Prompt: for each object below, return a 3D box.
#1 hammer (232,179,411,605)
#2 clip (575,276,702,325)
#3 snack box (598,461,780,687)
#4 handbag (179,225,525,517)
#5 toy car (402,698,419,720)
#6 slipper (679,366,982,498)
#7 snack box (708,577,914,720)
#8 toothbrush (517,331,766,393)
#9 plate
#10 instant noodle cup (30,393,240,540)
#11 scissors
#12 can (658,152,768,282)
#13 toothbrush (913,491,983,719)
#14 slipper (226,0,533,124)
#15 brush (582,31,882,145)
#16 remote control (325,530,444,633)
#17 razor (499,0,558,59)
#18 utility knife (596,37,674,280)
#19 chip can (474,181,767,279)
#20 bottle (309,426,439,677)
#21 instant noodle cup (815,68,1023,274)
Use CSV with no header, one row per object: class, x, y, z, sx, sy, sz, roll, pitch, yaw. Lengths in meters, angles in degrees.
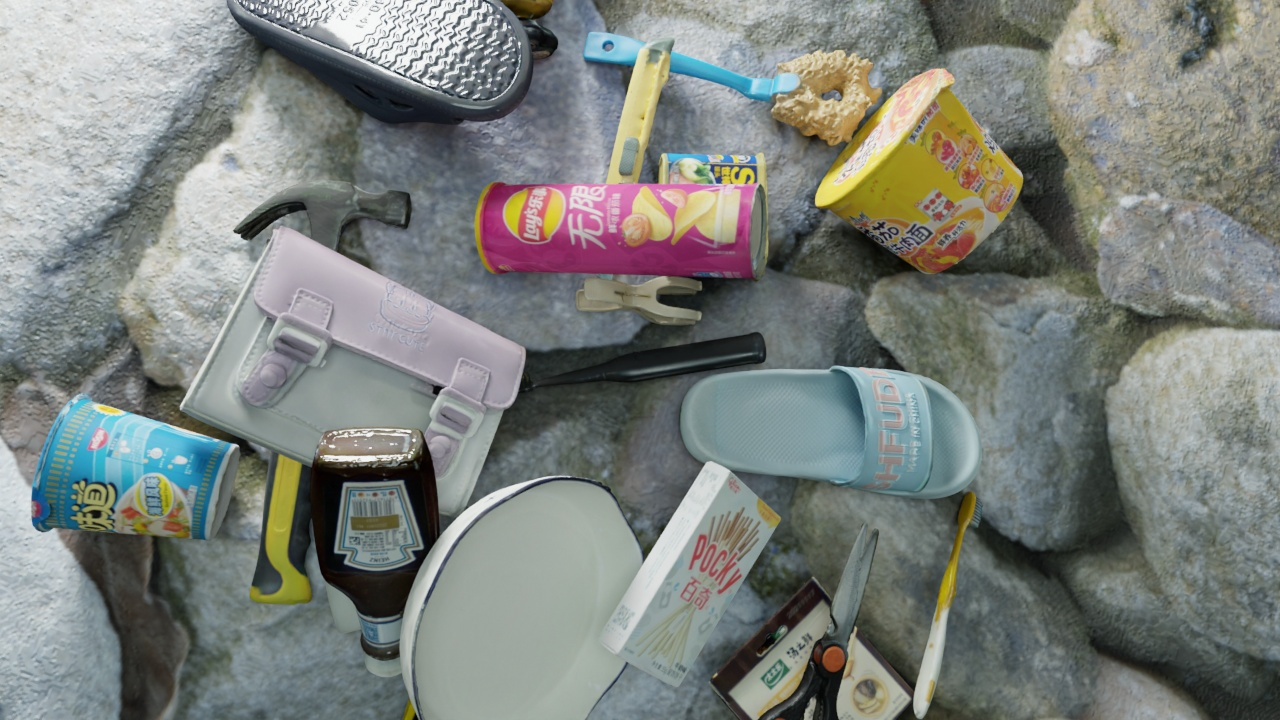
hammer,-0.258,0.019,0.698,0.126,0.032,0.323,6,82,-6
clip,0.000,-0.051,0.735,0.100,0.072,0.034,5,81,-10
snack box,0.040,0.163,0.696,0.084,0.027,0.156,43,76,-41
handbag,-0.195,0.011,0.650,0.197,0.099,0.144,27,71,-24
toy car,-0.138,0.259,0.671,0.071,0.041,0.155,21,83,-10
slipper,0.154,0.051,0.725,0.245,0.074,0.104,5,80,-5
snack box,0.128,0.248,0.704,0.113,0.053,0.125,-41,89,-11
toothbrush,-0.004,0.004,0.735,0.212,0.027,0.026,-8,46,-8
plate,-0.081,0.178,0.640,0.204,0.046,0.205,-11,105,-46
instant noodle cup,-0.350,0.084,0.650,0.110,0.099,0.099,14,80,-14
scissors,0.146,0.236,0.679,0.142,0.022,0.234,45,76,-12
can,0.057,-0.116,0.745,0.083,0.057,0.102,0,82,-5
toothbrush,0.244,0.190,0.724,0.018,0.016,0.191,30,63,-13
slipper,-0.198,-0.248,0.727,0.268,0.083,0.110,24,71,14
brush,0.078,-0.240,0.774,0.254,0.046,0.083,12,82,-1
remote control,-0.159,0.160,0.694,0.150,0.021,0.058,-11,90,-10
razor,-0.083,-0.322,0.763,0.067,0.062,0.167,26,72,-34
utility knife,-0.008,-0.166,0.757,0.031,0.022,0.211,13,94,7
chip can,-0.014,-0.097,0.685,0.211,0.071,0.071,3,81,17
bottle,-0.176,0.135,0.621,0.080,0.044,0.195,0,121,-9
instant noodle cup,0.226,-0.144,0.736,0.110,0.138,0.138,38,79,-9
